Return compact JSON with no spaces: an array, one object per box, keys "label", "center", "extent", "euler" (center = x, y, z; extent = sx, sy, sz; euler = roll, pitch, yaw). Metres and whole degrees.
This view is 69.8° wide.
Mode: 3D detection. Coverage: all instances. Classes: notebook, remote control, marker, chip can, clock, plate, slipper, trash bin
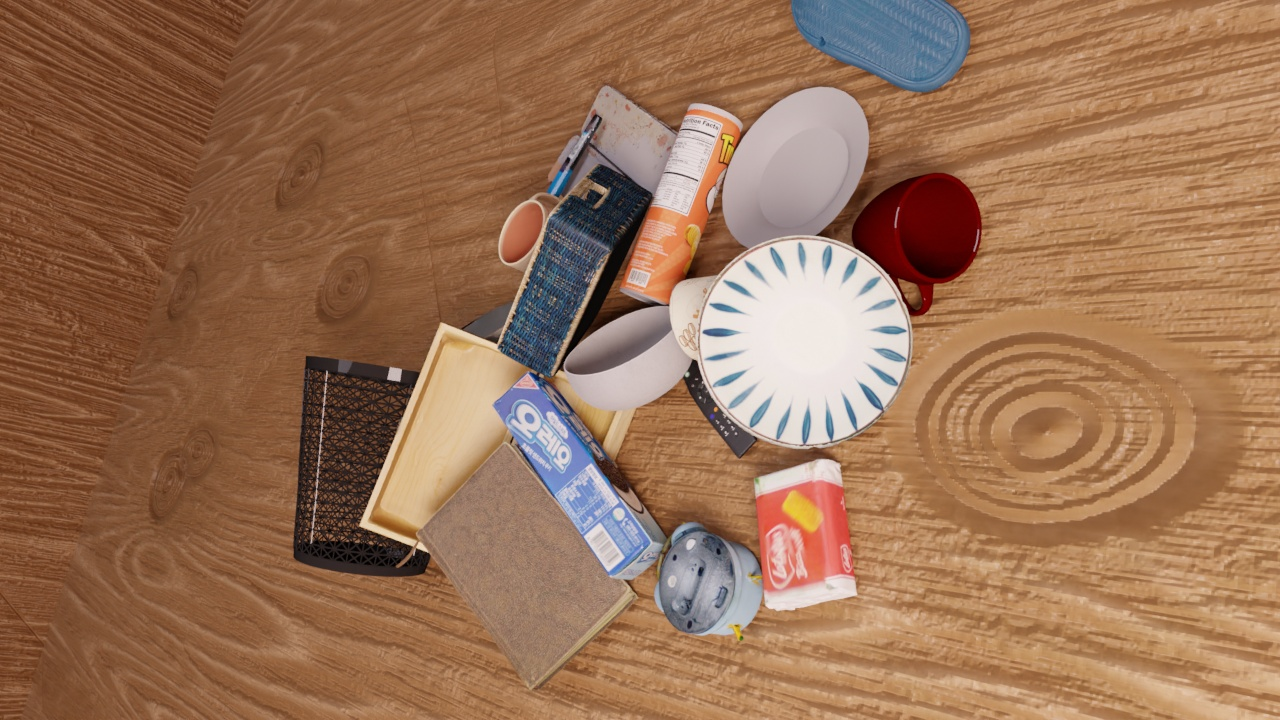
[{"label":"notebook","center":[-0.136,0.219,0.941],"extent":[0.190,0.034,0.215],"euler":[-44,67,5]},{"label":"remote control","center":[0.078,0.044,0.893],"extent":[0.039,0.010,0.124],"euler":[-50,44,20]},{"label":"marker","center":[-0.082,-0.249,1.137],"extent":[0.018,0.015,0.123],"euler":[41,102,45]},{"label":"chip can","center":[0.043,-0.162,0.979],"extent":[0.062,0.062,0.210],"euler":[20,88,49]},{"label":"clock","center":[0.055,0.196,0.822],"extent":[0.125,0.051,0.089],"euler":[18,89,50]},{"label":"plate","center":[0.154,-0.184,0.903],"extent":[0.173,0.019,0.172],"euler":[-21,59,40]},{"label":"slipper","center":[0.221,-0.322,0.863],"extent":[0.213,0.059,0.104],"euler":[51,121,30]},{"label":"trash bin","center":[-0.330,0.133,1.156],"extent":[0.217,0.216,0.243],"euler":[4,83,48]}]

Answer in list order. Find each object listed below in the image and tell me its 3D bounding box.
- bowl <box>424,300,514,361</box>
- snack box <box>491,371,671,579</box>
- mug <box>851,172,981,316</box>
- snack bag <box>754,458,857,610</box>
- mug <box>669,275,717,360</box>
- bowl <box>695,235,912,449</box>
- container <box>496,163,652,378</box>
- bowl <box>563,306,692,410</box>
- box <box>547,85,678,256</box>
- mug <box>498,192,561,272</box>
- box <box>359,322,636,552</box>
[{"label":"bowl","center":[-0.192,-0.015,1.151],"extent":[0.151,0.057,0.150],"euler":[-26,17,8]},{"label":"snack box","center":[-0.061,0.113,0.918],"extent":[0.059,0.059,0.226],"euler":[-43,65,7]},{"label":"mug","center":[0.219,-0.093,0.762],"extent":[0.088,0.087,0.114],"euler":[-170,71,-66]},{"label":"snack bag","center":[0.136,0.145,0.768],"extent":[0.077,0.036,0.115],"euler":[-24,57,38]},{"label":"mug","center":[0.097,-0.062,0.887],"extent":[0.097,0.081,0.121],"euler":[-13,37,36]},{"label":"bowl","center":[0.141,-0.018,0.784],"extent":[0.177,0.070,0.177],"euler":[3,99,18]},{"label":"container","center":[-0.068,-0.093,0.966],"extent":[0.188,0.071,0.145],"euler":[-62,-1,38]},{"label":"bowl","center":[-0.006,0.005,0.934],"extent":[0.132,0.064,0.131],"euler":[-23,22,10]},{"label":"box","center":[-0.026,-0.233,1.106],"extent":[0.149,0.042,0.216],"euler":[-52,43,12]},{"label":"mug","center":[-0.103,-0.147,1.098],"extent":[0.085,0.104,0.111],"euler":[-25,55,38]},{"label":"box","center":[-0.159,0.115,1.026],"extent":[0.261,0.096,0.247],"euler":[22,91,20]}]
